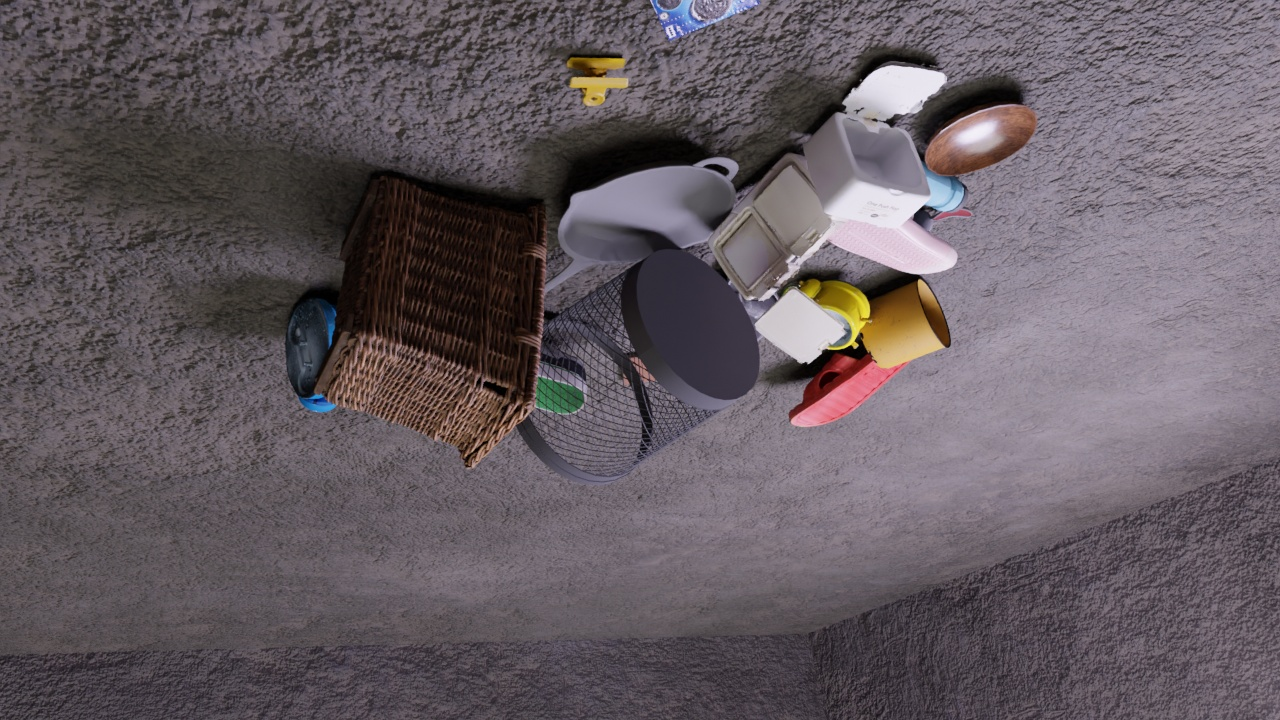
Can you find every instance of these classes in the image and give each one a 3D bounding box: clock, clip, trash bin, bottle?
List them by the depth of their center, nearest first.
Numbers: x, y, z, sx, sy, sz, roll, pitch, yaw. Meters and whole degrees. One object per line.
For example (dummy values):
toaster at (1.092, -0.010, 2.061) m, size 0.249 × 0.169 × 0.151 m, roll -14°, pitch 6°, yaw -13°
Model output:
clip at (-0.039, -0.244, 0.814) m, size 0.054 × 0.044 × 0.049 m, roll -4°, pitch 128°, yaw -13°
bottle at (0.315, -0.193, 1.009) m, size 0.130 × 0.040 × 0.040 m, roll 12°, pitch 146°, yaw -35°
clock at (-0.375, -0.006, 1.078) m, size 0.060 × 0.116 × 0.162 m, roll -1°, pitch 155°, yaw -42°
trash bin at (-0.006, 0.007, 1.086) m, size 0.217 × 0.217 × 0.228 m, roll 15°, pitch 145°, yaw -39°
clock at (0.241, -0.065, 1.199) m, size 0.119 × 0.057 × 0.083 m, roll 26°, pitch 141°, yaw 9°

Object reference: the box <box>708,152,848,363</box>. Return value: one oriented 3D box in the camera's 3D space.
box at (0.150, -0.106, 0.939) m, size 0.070 × 0.186 × 0.144 m, roll -1°, pitch 142°, yaw -48°

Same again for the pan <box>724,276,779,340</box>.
pan at (0.112, -0.093, 1.143) m, size 0.187 × 0.055 × 0.358 m, roll 0°, pitch 156°, yaw -15°

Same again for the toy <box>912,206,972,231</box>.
toy at (0.332, -0.163, 1.084) m, size 0.112 × 0.030 × 0.049 m, roll -16°, pitch -179°, yaw 18°

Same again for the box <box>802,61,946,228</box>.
box at (0.243, -0.218, 0.890) m, size 0.109 × 0.120 × 0.137 m, roll 7°, pitch 150°, yaw -29°

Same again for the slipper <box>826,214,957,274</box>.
slipper at (0.265, -0.153, 1.023) m, size 0.221 × 0.055 × 0.107 m, roll 24°, pitch 164°, yaw -25°

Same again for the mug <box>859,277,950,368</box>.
mug at (0.356, -0.052, 1.248) m, size 0.094 × 0.100 × 0.123 m, roll -24°, pitch -170°, yaw 30°

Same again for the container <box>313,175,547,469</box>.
container at (-0.210, -0.050, 0.921) m, size 0.183 × 0.249 × 0.163 m, roll 17°, pitch 143°, yaw -25°

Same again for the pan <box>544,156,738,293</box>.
pan at (-0.039, -0.134, 1.011) m, size 0.356 × 0.024 × 0.216 m, roll -30°, pitch 155°, yaw 36°

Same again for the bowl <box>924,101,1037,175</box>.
bowl at (0.349, -0.236, 0.952) m, size 0.114 × 0.026 × 0.102 m, roll -17°, pitch 152°, yaw 14°

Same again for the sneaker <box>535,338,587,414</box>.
sneaker at (-0.178, -0.006, 1.194) m, size 0.235 × 0.078 × 0.084 m, roll 22°, pitch 130°, yaw -19°

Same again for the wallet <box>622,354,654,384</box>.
wallet at (0.033, 0.009, 1.338) m, size 0.121 × 0.013 × 0.087 m, roll -7°, pitch 153°, yaw -4°

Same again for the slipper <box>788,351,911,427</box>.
slipper at (0.326, 0.016, 1.398) m, size 0.249 × 0.059 × 0.103 m, roll -39°, pitch 144°, yaw 19°

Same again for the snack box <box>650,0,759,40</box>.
snack box at (0.034, -0.317, 0.698) m, size 0.082 × 0.027 × 0.150 m, roll -18°, pitch 152°, yaw 15°
